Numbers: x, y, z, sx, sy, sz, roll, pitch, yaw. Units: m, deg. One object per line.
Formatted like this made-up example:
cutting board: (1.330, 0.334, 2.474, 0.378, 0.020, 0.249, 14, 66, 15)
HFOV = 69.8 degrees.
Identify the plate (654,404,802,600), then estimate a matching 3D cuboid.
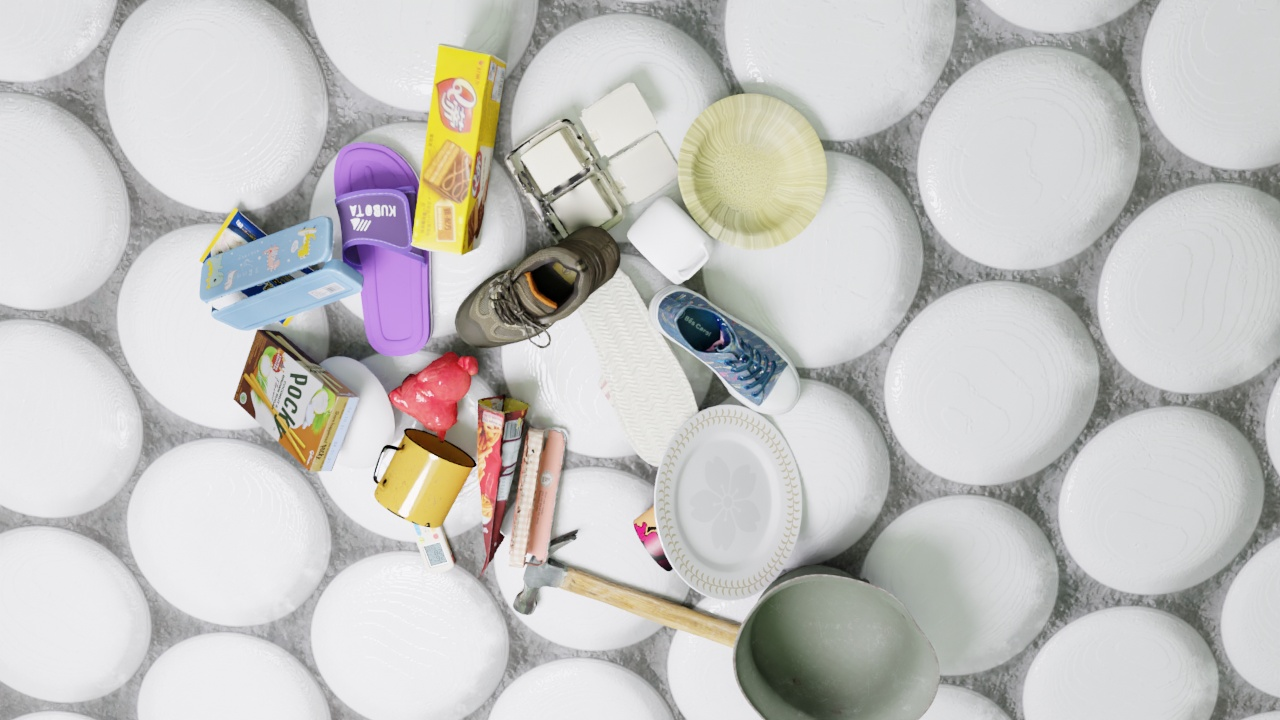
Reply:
plate: (0.111, 0.177, 1.153, 0.242, 0.016, 0.242, 5, 81, -35)

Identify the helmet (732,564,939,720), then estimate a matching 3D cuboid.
helmet: (0.250, 0.364, 1.191, 0.268, 0.153, 0.227, 30, 100, -2)

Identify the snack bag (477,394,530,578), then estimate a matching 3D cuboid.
snack bag: (-0.177, 0.155, 1.162, 0.066, 0.139, 0.208, 3, 100, -6)

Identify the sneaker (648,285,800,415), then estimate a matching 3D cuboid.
sneaker: (0.117, -0.011, 1.127, 0.235, 0.079, 0.087, 37, 88, -19)

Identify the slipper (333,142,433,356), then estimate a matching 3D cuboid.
slipper: (-0.315, -0.132, 1.122, 0.107, 0.084, 0.267, -5, 103, 2)

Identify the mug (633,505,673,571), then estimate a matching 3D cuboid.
mug: (0.064, 0.227, 1.190, 0.098, 0.082, 0.118, -37, 69, 8)

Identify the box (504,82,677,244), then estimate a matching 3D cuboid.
box: (-0.054, -0.233, 1.115, 0.188, 0.058, 0.144, -29, 102, 10)

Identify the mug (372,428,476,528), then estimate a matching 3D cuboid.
mug: (-0.283, 0.147, 1.159, 0.123, 0.100, 0.094, 26, 93, -43)

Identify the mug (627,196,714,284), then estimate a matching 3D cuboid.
mug: (0.042, -0.140, 1.101, 0.068, 0.115, 0.094, -45, 136, 10)

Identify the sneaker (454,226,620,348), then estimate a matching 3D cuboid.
sneaker: (-0.137, -0.064, 1.090, 0.238, 0.142, 0.101, -29, 102, 24)

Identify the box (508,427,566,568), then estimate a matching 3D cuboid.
box: (-0.135, 0.180, 1.192, 0.070, 0.056, 0.187, 6, 95, -28)

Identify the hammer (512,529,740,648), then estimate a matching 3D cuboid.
hammer: (0.002, 0.331, 1.253, 0.330, 0.033, 0.132, 20, 101, -5)

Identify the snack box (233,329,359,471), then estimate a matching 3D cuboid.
snack box: (-0.430, 0.047, 1.137, 0.186, 0.031, 0.101, 31, 104, 32)

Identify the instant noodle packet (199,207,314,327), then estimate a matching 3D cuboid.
instant noodle packet: (-0.478, -0.116, 1.157, 0.134, 0.026, 0.087, 39, 105, -8)

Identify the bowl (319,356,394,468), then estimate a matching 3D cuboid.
bowl: (-0.381, 0.072, 1.158, 0.150, 0.043, 0.150, 9, 108, 27)

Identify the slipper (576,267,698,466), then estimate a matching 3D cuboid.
slipper: (-0.007, 0.007, 1.168, 0.115, 0.052, 0.263, -23, 91, 10)

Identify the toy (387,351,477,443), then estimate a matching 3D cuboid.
toy: (-0.239, 0.039, 1.160, 0.133, 0.087, 0.094, -30, 102, 28)

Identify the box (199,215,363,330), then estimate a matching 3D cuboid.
box: (-0.434, -0.102, 1.113, 0.209, 0.073, 0.085, -14, 72, 22)

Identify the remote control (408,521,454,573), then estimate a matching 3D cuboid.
remote control: (-0.287, 0.229, 1.238, 0.038, 0.018, 0.125, -16, 103, 4)

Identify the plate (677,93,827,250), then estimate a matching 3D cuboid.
plate: (0.131, -0.224, 1.107, 0.184, 0.036, 0.184, 0, 91, -11)

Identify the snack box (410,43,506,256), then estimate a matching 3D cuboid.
snack box: (-0.212, -0.245, 1.081, 0.061, 0.110, 0.230, 11, 103, -1)
